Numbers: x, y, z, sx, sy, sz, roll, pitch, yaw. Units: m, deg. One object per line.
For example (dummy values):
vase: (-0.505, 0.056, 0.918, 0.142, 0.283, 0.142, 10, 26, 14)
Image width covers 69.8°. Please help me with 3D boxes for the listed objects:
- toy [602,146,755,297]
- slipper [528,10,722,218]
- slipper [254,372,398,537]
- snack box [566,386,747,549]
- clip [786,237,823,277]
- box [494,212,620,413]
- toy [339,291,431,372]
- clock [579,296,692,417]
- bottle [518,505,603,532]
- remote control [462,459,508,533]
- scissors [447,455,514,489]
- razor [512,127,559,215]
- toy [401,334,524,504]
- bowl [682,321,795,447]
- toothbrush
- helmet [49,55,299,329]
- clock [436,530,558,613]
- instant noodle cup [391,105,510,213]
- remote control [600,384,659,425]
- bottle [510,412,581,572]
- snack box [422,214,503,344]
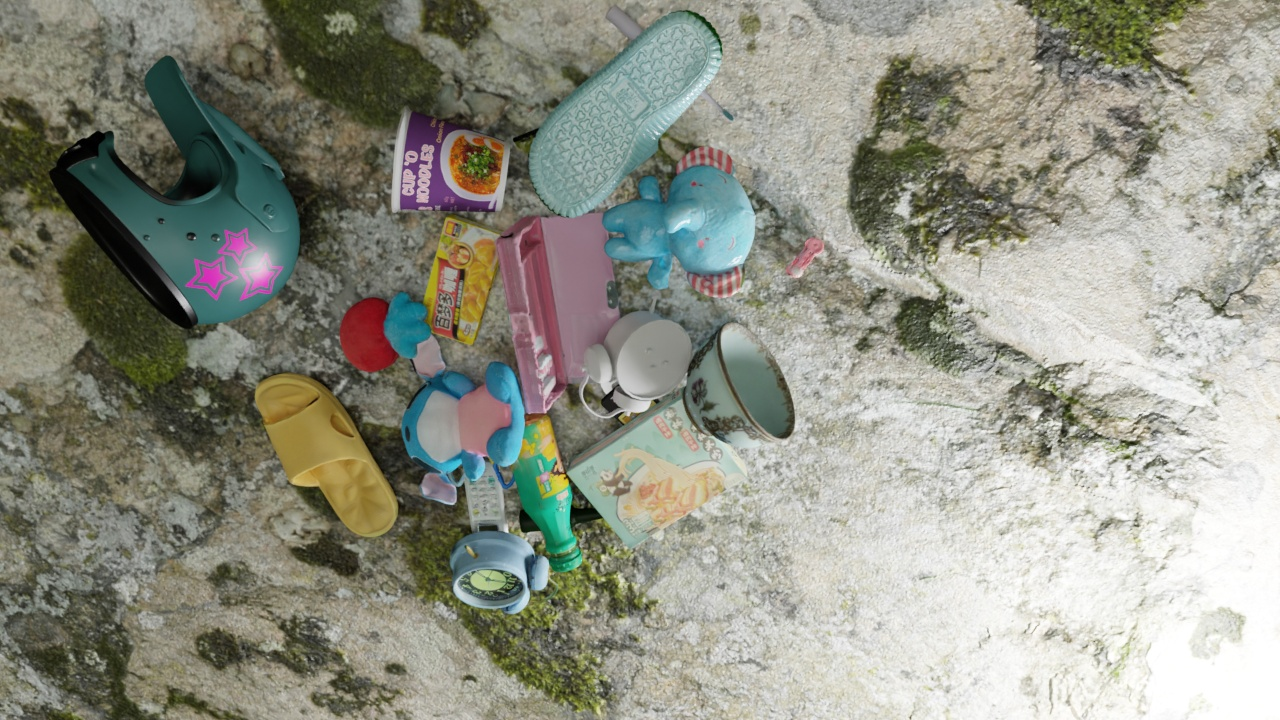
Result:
toy: (0.045, -0.161, 1.071, 0.180, 0.115, 0.183, -5, 87, -1)
slipper: (-0.020, -0.283, 1.052, 0.277, 0.069, 0.116, -42, 102, 16)
slipper: (-0.417, 0.133, 1.221, 0.099, 0.078, 0.263, -27, 108, 9)
snack box: (0.021, 0.143, 1.211, 0.194, 0.044, 0.141, -33, 106, 14)
clip: (0.200, -0.124, 1.124, 0.023, 0.045, 0.060, 37, 121, -15)
box: (-0.090, -0.057, 1.118, 0.116, 0.106, 0.233, 0, 114, 17)
toy: (-0.321, -0.037, 1.154, 0.133, 0.062, 0.092, -13, 96, 17)
clock: (-0.007, 0.007, 1.137, 0.159, 0.061, 0.120, -46, 127, -4)
bottle: (-0.104, 0.216, 1.265, 0.123, 0.033, 0.033, -6, 111, 4)
remote control: (-0.212, 0.198, 1.267, 0.050, 0.022, 0.133, -3, 111, 2)
scissors: (-0.217, 0.121, 1.229, 0.123, 0.016, 0.125, -24, 90, 0)
razor: (-0.105, -0.209, 1.110, 0.044, 0.021, 0.144, -20, 111, 9)
toy: (-0.227, 0.066, 1.158, 0.192, 0.098, 0.224, -13, 79, 32)
bowl: (0.110, 0.043, 1.137, 0.094, 0.159, 0.160, -29, 108, 29)
toothbrush: (0.037, -0.338, 1.054, 0.188, 0.019, 0.018, 38, 104, -12)
helmet: (-0.504, -0.182, 1.039, 0.177, 0.199, 0.275, 9, 137, 45)
clock: (-0.191, 0.296, 1.272, 0.162, 0.060, 0.118, 22, 128, -22)
instant noodle cup: (-0.216, -0.223, 1.057, 0.122, 0.137, 0.122, 8, 84, -11)
remote control: (0.013, 0.081, 1.220, 0.133, 0.013, 0.058, 43, 107, -13)
bottle: (-0.125, 0.176, 1.213, 0.068, 0.068, 0.210, -14, 99, 7)
snack box: (-0.225, -0.100, 1.151, 0.075, 0.025, 0.152, 18, 110, -5)
